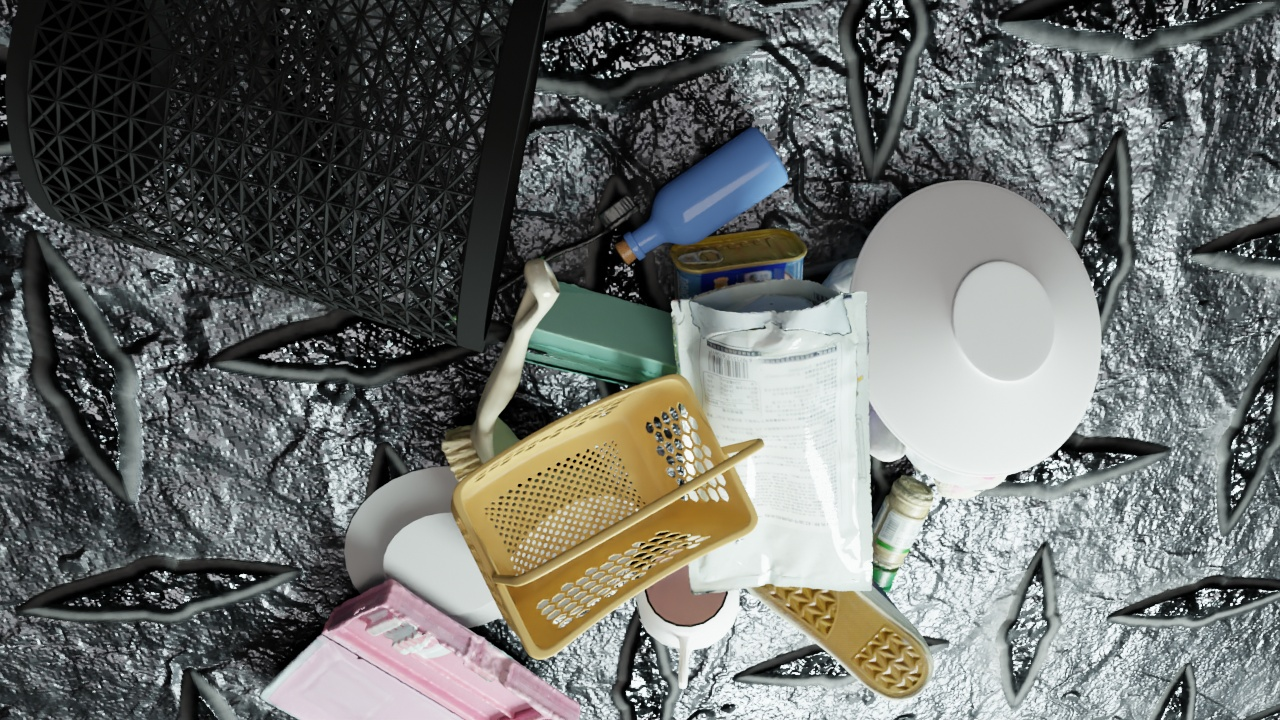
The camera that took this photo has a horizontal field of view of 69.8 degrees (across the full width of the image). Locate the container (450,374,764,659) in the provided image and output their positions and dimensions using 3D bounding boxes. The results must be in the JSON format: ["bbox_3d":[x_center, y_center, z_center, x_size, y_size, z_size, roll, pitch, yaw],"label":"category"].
[{"bbox_3d":[-0.023,0.095,0.611,0.183,0.167,0.129,-26,90,-24],"label":"container"}]

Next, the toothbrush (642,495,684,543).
[{"bbox_3d":[0.068,0.096,0.788,0.190,0.017,0.016,-39,117,10],"label":"toothbrush"}]

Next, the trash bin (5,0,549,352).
[{"bbox_3d":[-0.193,-0.134,0.533,0.243,0.216,0.217,11,113,-8],"label":"trash bin"}]

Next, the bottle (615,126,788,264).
[{"bbox_3d":[0.040,-0.113,0.664,0.131,0.048,0.048,-33,117,7],"label":"bottle"}]

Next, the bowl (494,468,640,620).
[{"bbox_3d":[-0.070,0.143,0.751,0.131,0.064,0.132,-21,132,-25],"label":"bowl"}]

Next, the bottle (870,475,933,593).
[{"bbox_3d":[0.228,0.158,0.835,0.042,0.042,0.110,13,111,-16],"label":"bottle"}]

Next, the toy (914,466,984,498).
[{"bbox_3d":[0.284,0.082,0.806,0.112,0.050,0.087,4,115,-18],"label":"toy"}]

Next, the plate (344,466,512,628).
[{"bbox_3d":[-0.163,0.169,0.782,0.172,0.019,0.173,-4,116,-8],"label":"plate"}]

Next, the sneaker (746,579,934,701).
[{"bbox_3d":[0.155,0.194,0.805,0.087,0.079,0.235,-45,88,8],"label":"sneaker"}]

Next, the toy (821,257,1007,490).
[{"bbox_3d":[0.214,0.018,0.733,0.209,0.086,0.137,27,81,-14],"label":"toy"}]

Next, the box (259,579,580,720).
[{"bbox_3d":[-0.191,0.297,0.825,0.180,0.055,0.233,-36,117,19],"label":"box"}]

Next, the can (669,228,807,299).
[{"bbox_3d":[0.073,-0.059,0.692,0.099,0.054,0.059,-8,123,-7],"label":"can"}]

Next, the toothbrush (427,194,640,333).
[{"bbox_3d":[-0.083,-0.069,0.684,0.188,0.014,0.017,-31,104,6],"label":"toothbrush"}]

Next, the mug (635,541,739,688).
[{"bbox_3d":[0.039,0.220,0.789,0.090,0.123,0.076,2,151,5],"label":"mug"}]

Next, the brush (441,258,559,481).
[{"bbox_3d":[-0.094,0.020,0.639,0.077,0.062,0.273,-19,155,-26],"label":"brush"}]

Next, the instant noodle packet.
[{"bbox_3d":[0.101,0.071,0.687,0.147,0.057,0.270,-1,121,10],"label":"instant noodle packet"}]

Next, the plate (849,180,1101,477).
[{"bbox_3d":[0.265,-0.028,0.690,0.229,0.030,0.229,2,84,-17],"label":"plate"}]

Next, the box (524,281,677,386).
[{"bbox_3d":[-0.006,0.009,0.708,0.188,0.077,0.079,14,129,-17],"label":"box"}]
